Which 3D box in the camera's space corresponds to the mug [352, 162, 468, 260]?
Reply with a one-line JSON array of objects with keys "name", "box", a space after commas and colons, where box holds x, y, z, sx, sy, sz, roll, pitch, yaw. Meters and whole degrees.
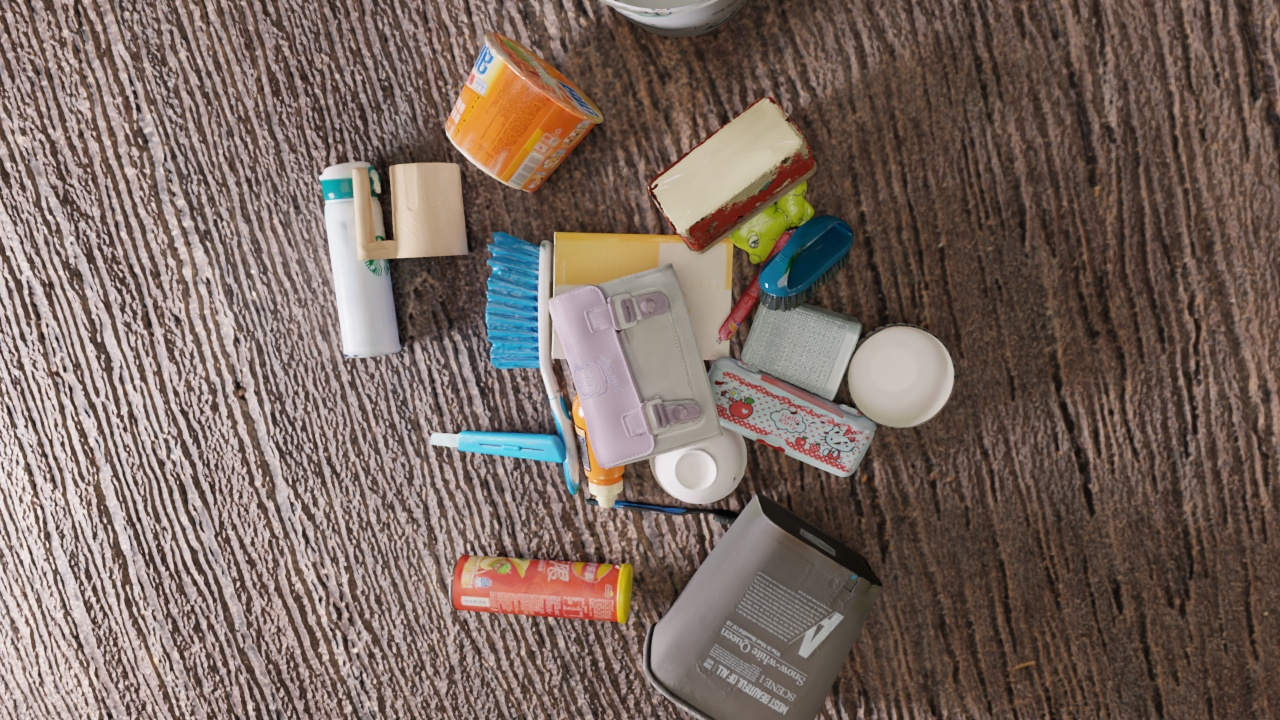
[{"name": "mug", "box": [-0.261, -0.169, 1.043, 0.124, 0.084, 0.103, -6, 98, -22]}]

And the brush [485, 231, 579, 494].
[{"name": "brush", "box": [-0.124, 0.008, 1.085, 0.109, 0.060, 0.315, 3, 103, 3]}]

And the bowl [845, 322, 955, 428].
[{"name": "bowl", "box": [0.286, 0.013, 1.027, 0.116, 0.066, 0.116, 1, 101, 7]}]

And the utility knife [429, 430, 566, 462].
[{"name": "utility knife", "box": [-0.176, 0.101, 1.105, 0.186, 0.018, 0.034, 2, 116, 22]}]

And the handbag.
[{"name": "handbag", "box": [-0.006, 0.006, 1.000, 0.145, 0.098, 0.197, -17, 94, 1]}]

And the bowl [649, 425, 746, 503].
[{"name": "bowl", "box": [0.065, 0.120, 1.074, 0.118, 0.064, 0.118, 1, 100, 7]}]

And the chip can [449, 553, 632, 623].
[{"name": "chip can", "box": [-0.120, 0.278, 1.119, 0.217, 0.073, 0.073, 1, 100, 6]}]

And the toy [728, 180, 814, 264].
[{"name": "toy", "box": [0.144, -0.163, 1.032, 0.100, 0.031, 0.097, -16, 100, 4]}]

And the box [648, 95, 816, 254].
[{"name": "box", "box": [0.097, -0.201, 0.992, 0.168, 0.077, 0.091, -36, 65, 12]}]

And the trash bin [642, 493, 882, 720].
[{"name": "trash bin", "box": [0.142, 0.290, 1.036, 0.199, 0.198, 0.220, 32, 96, 1]}]

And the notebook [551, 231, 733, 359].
[{"name": "notebook", "box": [0.003, -0.072, 1.050, 0.206, 0.010, 0.146, 1, 98, -7]}]

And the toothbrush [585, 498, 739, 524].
[{"name": "toothbrush", "box": [0.026, 0.183, 1.116, 0.189, 0.014, 0.016, 5, 125, 7]}]

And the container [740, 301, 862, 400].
[{"name": "container", "box": [0.177, -0.021, 1.026, 0.111, 0.089, 0.090, 20, 101, 7]}]

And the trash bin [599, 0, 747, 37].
[{"name": "trash bin", "box": [0.031, -0.427, 0.886, 0.230, 0.251, 0.229, 1, 99, 7]}]

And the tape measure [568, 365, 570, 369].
[{"name": "tape measure", "box": [-0.056, -0.001, 1.080, 0.058, 0.039, 0.057, 16, 92, -3]}]

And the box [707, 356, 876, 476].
[{"name": "box", "box": [0.166, 0.063, 1.052, 0.201, 0.047, 0.087, 23, 118, 3]}]

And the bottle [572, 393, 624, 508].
[{"name": "bottle", "box": [-0.044, 0.105, 1.089, 0.067, 0.066, 0.149, -1, 107, 7]}]

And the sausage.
[{"name": "sausage", "box": [0.131, -0.082, 1.035, 0.020, 0.020, 0.156, 33, 106, 0]}]

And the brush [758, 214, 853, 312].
[{"name": "brush", "box": [0.179, -0.113, 0.983, 0.055, 0.143, 0.074, 32, 145, 29]}]

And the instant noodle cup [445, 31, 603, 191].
[{"name": "instant noodle cup", "box": [-0.132, -0.263, 0.994, 0.151, 0.151, 0.112, 39, 110, -1]}]

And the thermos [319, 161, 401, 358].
[{"name": "thermos", "box": [-0.327, -0.118, 1.077, 0.073, 0.073, 0.224, -4, 99, 7]}]
